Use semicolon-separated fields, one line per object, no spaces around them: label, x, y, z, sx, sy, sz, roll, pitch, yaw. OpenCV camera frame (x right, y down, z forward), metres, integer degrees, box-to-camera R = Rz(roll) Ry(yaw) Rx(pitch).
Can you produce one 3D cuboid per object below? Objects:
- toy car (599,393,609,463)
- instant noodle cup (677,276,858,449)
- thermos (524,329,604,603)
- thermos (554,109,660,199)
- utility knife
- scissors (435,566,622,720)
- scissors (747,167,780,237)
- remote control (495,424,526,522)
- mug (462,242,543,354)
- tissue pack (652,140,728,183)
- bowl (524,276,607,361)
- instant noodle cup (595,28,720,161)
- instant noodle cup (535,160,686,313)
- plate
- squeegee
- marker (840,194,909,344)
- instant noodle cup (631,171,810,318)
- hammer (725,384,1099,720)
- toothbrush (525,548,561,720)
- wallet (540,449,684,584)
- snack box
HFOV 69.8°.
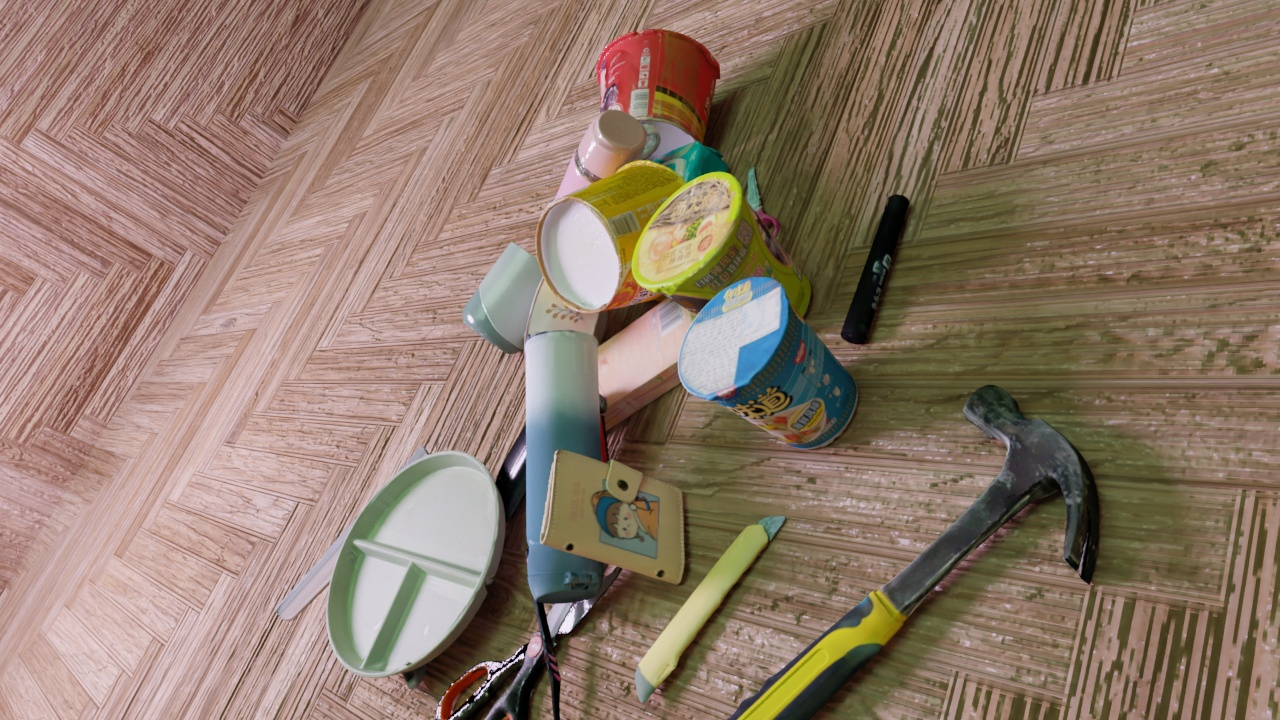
toy car;-0.056;0.077;0.822;0.053;0.045;0.120;-22;63;30
instant noodle cup;0.098;0.010;0.665;0.099;0.110;0.099;-31;39;29
thermos;-0.064;0.086;0.757;0.070;0.070;0.220;-19;65;40
thermos;-0.045;-0.179;0.977;0.067;0.087;0.199;60;145;20
utility knife;0.047;0.174;0.663;0.166;0.018;0.031;-55;38;0
scissors;-0.102;0.248;0.769;0.190;0.021;0.228;-7;56;46
scissors;0.109;-0.145;0.874;0.057;0.017;0.133;-35;35;34
remote control;-0.114;0.096;0.893;0.136;0.024;0.053;-60;31;11
mug;-0.133;-0.061;1.036;0.112;0.082;0.106;35;88;24
tissue pack;0.032;-0.156;0.940;0.093;0.050;0.133;-15;50;44
bowl;-0.070;-0.039;0.930;0.062;0.114;0.113;14;64;8
instant noodle cup;0.013;-0.270;0.997;0.138;0.137;0.108;-18;56;40
instant noodle cup;-0.023;-0.108;0.857;0.138;0.138;0.109;-9;12;45
plate;-0.218;0.195;0.893;0.231;0.027;0.229;-22;47;26
squeegee;-0.256;0.248;0.936;0.247;0.040;0.249;-47;40;1
marker;0.183;-0.072;0.717;0.022;0.020;0.131;-21;43;62
instant noodle cup;0.075;-0.072;0.753;0.112;0.123;0.111;-32;38;29
hammer;0.138;0.162;0.555;0.323;0.032;0.126;-47;34;9
toothbrush;-0.070;0.231;0.727;0.018;0.014;0.189;-29;52;14
wallet;-0.019;0.118;0.707;0.024;0.115;0.087;-50;27;47
snack box;-0.005;0.005;0.864;0.158;0.026;0.084;-35;40;26
